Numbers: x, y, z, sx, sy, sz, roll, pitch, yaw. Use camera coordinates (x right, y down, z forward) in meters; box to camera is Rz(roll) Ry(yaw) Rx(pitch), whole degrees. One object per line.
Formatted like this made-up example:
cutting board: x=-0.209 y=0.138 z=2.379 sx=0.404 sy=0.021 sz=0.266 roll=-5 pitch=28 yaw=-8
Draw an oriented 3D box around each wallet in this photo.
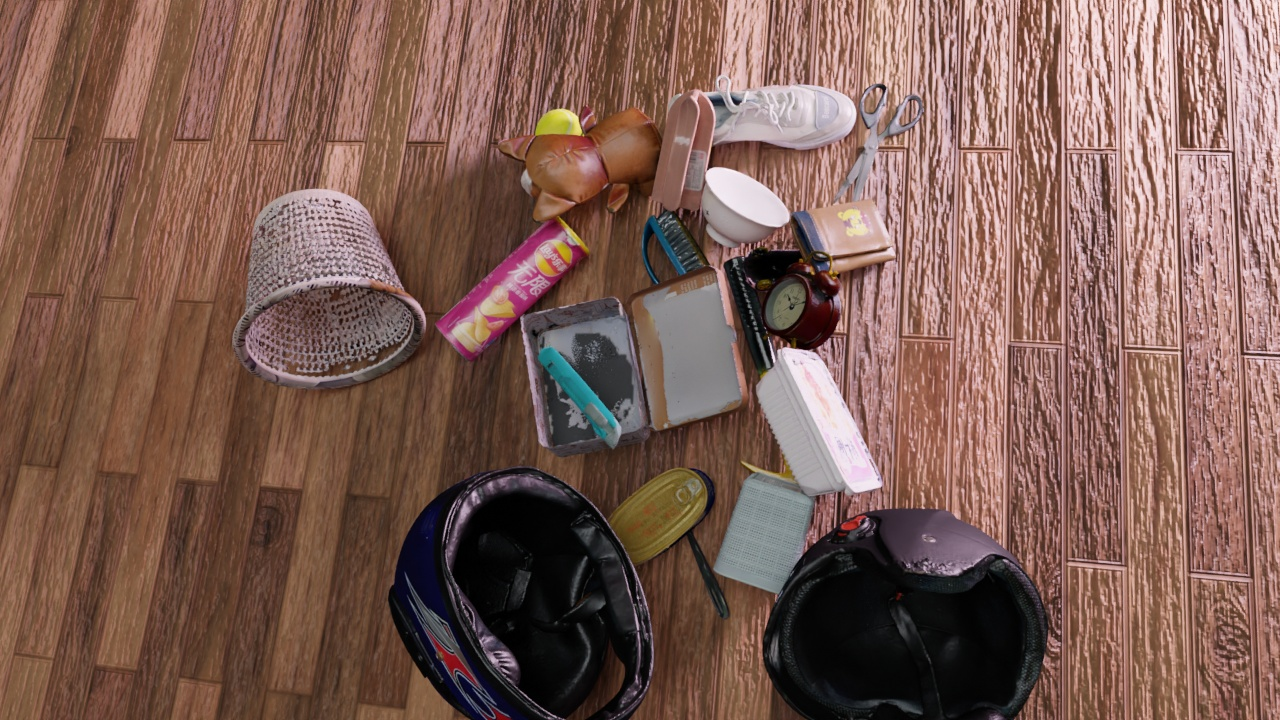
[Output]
wallet: x=0.248 y=-0.150 z=1.121 sx=0.115 sy=0.033 sz=0.090 roll=-13 pitch=71 yaw=-20

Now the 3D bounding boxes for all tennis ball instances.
tennis ball: x=-0.107 y=-0.302 z=1.226 sx=0.065 sy=0.065 sz=0.065 roll=-2 pitch=76 yaw=10

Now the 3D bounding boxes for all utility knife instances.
utility knife: x=-0.071 y=0.040 z=1.071 sx=0.029 sy=0.013 sz=0.151 roll=-43 pitch=70 yaw=4

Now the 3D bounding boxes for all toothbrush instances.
toothbrush: x=0.065 y=0.221 z=1.093 sx=0.015 sy=0.018 sz=0.181 roll=-24 pitch=75 yaw=1

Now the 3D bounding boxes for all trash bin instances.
trash bin: x=-0.405 y=-0.101 z=1.170 sx=0.227 sy=0.227 sz=0.192 roll=-23 pitch=61 yaw=4

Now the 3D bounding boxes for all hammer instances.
hammer: x=0.156 y=0.013 z=1.118 sx=0.129 sy=0.033 sz=0.300 roll=-16 pitch=74 yaw=5

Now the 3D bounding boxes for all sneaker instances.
sneaker: x=0.152 y=-0.321 z=1.170 sx=0.242 sy=0.091 sz=0.089 roll=-1 pitch=77 yaw=9

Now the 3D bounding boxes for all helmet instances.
helmet: x=-0.130 y=0.279 z=0.993 sx=0.246 sy=0.241 sz=0.315 roll=-16 pitch=62 yaw=-30
helmet: x=0.263 y=0.265 z=0.935 sx=0.275 sy=0.230 sz=0.233 roll=-5 pitch=101 yaw=9

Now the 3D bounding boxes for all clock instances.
clock: x=0.191 y=-0.069 z=1.070 sx=0.082 sy=0.055 sz=0.122 roll=35 pitch=103 yaw=55

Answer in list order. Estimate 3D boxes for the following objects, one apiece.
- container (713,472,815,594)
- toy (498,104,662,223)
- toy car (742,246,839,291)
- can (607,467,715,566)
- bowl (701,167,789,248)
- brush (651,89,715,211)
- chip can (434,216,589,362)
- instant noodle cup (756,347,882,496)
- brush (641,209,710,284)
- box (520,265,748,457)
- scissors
container: x=0.144 y=0.191 z=1.033 sx=0.090 sy=0.090 sz=0.111 roll=16 pitch=94 yaw=14
toy: x=-0.070 y=-0.248 z=1.167 sx=0.199 sy=0.131 sz=0.140 roll=-25 pitch=74 yaw=-29
toy car: x=0.186 y=-0.111 z=1.133 sx=0.122 sy=0.037 sz=0.056 roll=0 pitch=67 yaw=-5
can: x=0.022 y=0.184 z=1.077 sx=0.148 sy=0.049 sz=0.074 roll=-42 pitch=74 yaw=11
bowl: x=0.119 y=-0.180 z=1.148 sx=0.118 sy=0.118 sz=0.065 roll=42 pitch=126 yaw=17
brush: x=0.056 y=-0.259 z=1.131 sx=0.063 sy=0.072 sz=0.146 roll=16 pitch=118 yaw=9
chip can: x=-0.165 y=-0.093 z=1.183 sx=0.210 sy=0.071 sz=0.071 roll=-43 pitch=73 yaw=-1
instant noodle cup: x=0.192 y=0.076 z=1.020 sx=0.060 sy=0.137 sz=0.173 roll=-30 pitch=73 yaw=25
brush: x=0.045 y=-0.122 z=1.160 sx=0.073 sy=0.055 sz=0.143 roll=-31 pitch=73 yaw=7
box: x=-0.005 y=0.006 z=1.111 sx=0.261 sy=0.105 sz=0.178 roll=-13 pitch=74 yaw=8
scissors: x=0.292 y=-0.278 z=1.176 sx=0.168 sy=0.014 sz=0.156 roll=-26 pitch=75 yaw=6
